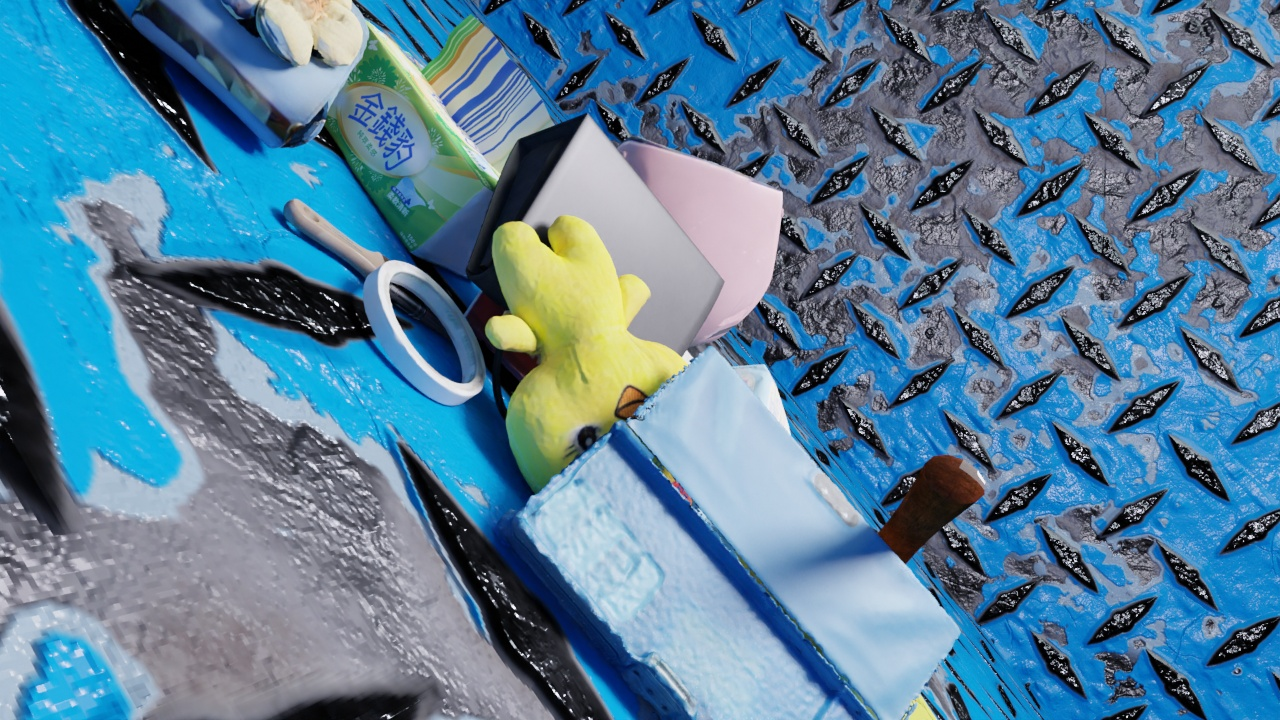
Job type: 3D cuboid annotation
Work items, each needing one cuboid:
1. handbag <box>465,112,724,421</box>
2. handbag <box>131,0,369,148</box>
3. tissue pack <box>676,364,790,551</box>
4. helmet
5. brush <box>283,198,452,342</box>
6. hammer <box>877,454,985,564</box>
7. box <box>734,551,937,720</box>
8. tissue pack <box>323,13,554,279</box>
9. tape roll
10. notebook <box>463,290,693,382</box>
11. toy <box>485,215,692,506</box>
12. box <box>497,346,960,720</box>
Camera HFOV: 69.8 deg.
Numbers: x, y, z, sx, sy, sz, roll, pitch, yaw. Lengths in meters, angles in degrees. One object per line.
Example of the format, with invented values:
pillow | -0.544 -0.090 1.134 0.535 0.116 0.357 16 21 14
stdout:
handbag | -0.044 -0.032 0.636 0.176 0.072 0.195 46 54 -35
handbag | -0.226 -0.219 0.580 0.122 0.119 0.191 45 17 -26
tissue pack | 0.077 0.096 0.730 0.181 0.070 0.112 -70 146 -50
helmet | 0.023 -0.093 0.929 0.229 0.256 0.152 17 65 -30
brush | -0.158 -0.052 0.566 0.151 0.012 0.039 40 15 -48
hammer | 0.162 0.126 0.604 0.111 0.028 0.301 28 -23 14
box | 0.132 0.226 0.636 0.221 0.081 0.124 42 12 -33
tissue pack | -0.149 -0.183 0.715 0.197 0.141 0.120 52 10 11
tape roll | -0.125 -0.016 0.539 0.093 0.013 0.093 52 17 -23
notebook | -0.033 -0.007 0.700 0.209 0.012 0.152 49 44 -25
toy | -0.031 0.010 0.567 0.092 0.133 0.207 -10 -84 55
box | 0.058 0.124 0.504 0.231 0.034 0.174 50 55 2
